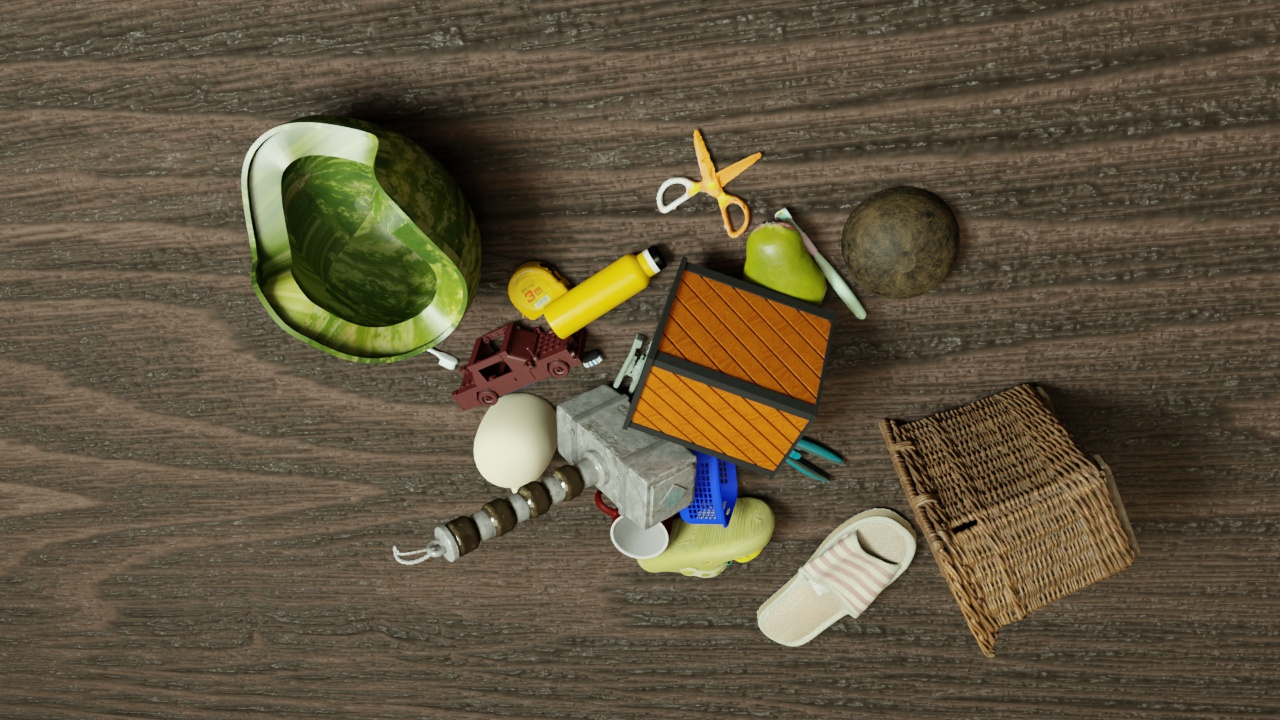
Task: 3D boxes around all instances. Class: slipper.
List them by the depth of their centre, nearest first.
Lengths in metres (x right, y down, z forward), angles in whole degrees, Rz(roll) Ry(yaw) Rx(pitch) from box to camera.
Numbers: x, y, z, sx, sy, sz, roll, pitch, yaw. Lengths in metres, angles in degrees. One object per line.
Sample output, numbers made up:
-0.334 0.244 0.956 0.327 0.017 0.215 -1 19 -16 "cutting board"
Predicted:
0.088 0.240 1.166 0.191 0.091 0.081 -18 116 23 "slipper"
0.247 0.291 1.183 0.115 0.052 0.264 33 120 -10 "slipper"

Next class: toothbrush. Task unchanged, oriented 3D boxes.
0.198 -0.103 0.994 0.155 0.015 0.022 48 151 -15 "toothbrush"
-0.121 0.020 1.124 0.168 0.014 0.014 -20 124 22 "toothbrush"
-0.313 -0.033 1.133 0.187 0.012 0.017 25 124 -3 "toothbrush"

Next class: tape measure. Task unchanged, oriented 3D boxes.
-0.122 -0.083 1.057 0.068 0.030 0.059 -37 108 19 "tape measure"

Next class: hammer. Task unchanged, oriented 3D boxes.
-0.108 0.148 0.998 0.177 0.325 0.080 37 138 39 "hammer"

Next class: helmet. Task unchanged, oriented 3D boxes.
-0.281 -0.127 0.945 0.213 0.247 0.243 -41 147 10 "helmet"

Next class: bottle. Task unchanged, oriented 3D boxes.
-0.038 -0.079 1.025 0.144 0.043 0.043 -31 109 10 "bottle"

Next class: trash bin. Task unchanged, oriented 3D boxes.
0.093 0.011 0.979 0.172 0.139 0.140 19 145 0 "trash bin"

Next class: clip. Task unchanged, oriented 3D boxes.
-0.007 0.006 1.090 0.044 0.023 0.076 25 118 -1 "clip"

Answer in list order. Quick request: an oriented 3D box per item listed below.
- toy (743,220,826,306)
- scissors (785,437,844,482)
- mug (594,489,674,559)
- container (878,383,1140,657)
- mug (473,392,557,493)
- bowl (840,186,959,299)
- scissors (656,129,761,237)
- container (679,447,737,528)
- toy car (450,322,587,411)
0.151 -0.098 0.979 0.090 0.051 0.110 3 131 22 "toy"
0.175 0.107 1.113 0.133 0.019 0.146 -10 117 15 "scissors"
-0.009 0.188 1.156 0.105 0.082 0.073 30 120 -7 "mug"
0.388 0.148 0.975 0.183 0.249 0.162 -25 112 13 "container"
-0.154 0.115 1.134 0.096 0.099 0.120 -1 119 11 "mug"
0.270 -0.113 0.950 0.121 0.056 0.121 5 119 8 "bowl"
0.072 -0.184 0.975 0.131 0.011 0.125 -13 116 17 "scissors"
0.077 0.136 1.105 0.058 0.096 0.114 -2 113 17 "container"
-0.150 -0.002 1.085 0.170 0.070 0.062 -22 125 21 "toy car"
